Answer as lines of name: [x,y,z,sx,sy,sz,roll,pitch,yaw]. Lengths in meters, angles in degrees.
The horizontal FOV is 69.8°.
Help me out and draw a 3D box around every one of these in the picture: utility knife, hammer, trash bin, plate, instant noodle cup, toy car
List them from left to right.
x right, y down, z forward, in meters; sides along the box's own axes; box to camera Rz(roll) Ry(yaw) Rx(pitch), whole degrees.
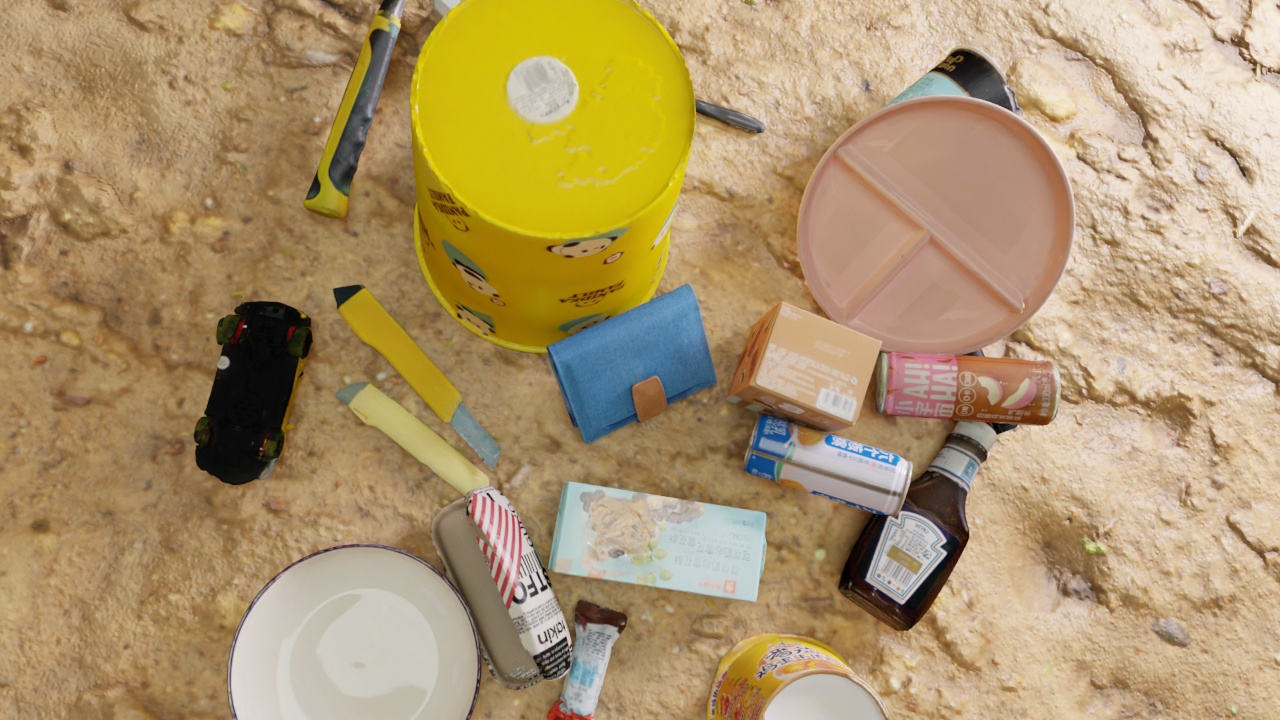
toy car: [-0.316,0.025,0.750,0.071,0.041,0.155,10,77,-5]
plate: [-0.221,0.241,0.723,0.192,0.039,0.192,1,81,-5]
hammer: [-0.227,-0.279,0.802,0.126,0.032,0.323,15,85,36]
utility knife: [-0.189,0.013,0.781,0.033,0.015,0.209,-41,85,-13]
utility knife: [-0.183,0.072,0.772,0.167,0.018,0.031,39,82,2]
trash bin: [-0.071,-0.140,0.703,0.229,0.255,0.229,1,80,-7]
instant noodle cup: [0.129,0.292,0.726,0.138,0.110,0.138,1,80,-6]
instant noodle cup: [0.265,-0.210,0.844,0.120,0.111,0.111,-32,85,-3]
plate: [0.253,-0.113,0.801,0.230,0.028,0.230,5,110,12]

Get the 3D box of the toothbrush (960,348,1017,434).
toothbrush: [0.291,-0.032,0.850,0.026,0.027,0.212,-12,77,-54]

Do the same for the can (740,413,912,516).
can: [0.158,0.089,0.780,0.134,0.053,0.053,17,78,10]

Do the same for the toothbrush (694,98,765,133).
toothbrush: [0.033,-0.247,0.859,0.181,0.018,0.015,19,75,-5]

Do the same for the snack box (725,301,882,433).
snack box: [0.137,0.010,0.785,0.093,0.094,0.077,22,78,-3]

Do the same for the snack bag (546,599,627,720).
snack bag: [-0.044,0.253,0.753,0.045,0.026,0.105,15,77,4]

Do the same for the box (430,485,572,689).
box: [-0.116,0.186,0.741,0.088,0.076,0.162,-30,84,21]

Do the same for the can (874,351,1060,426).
can: [0.283,0.024,0.803,0.147,0.058,0.058,4,79,10]

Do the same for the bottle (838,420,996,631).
bottle: [0.251,0.137,0.804,0.080,0.044,0.194,33,76,9]

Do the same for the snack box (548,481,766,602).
snack box: [0.015,0.152,0.766,0.175,0.052,0.074,10,78,-5]

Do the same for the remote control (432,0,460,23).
remote control: [-0.137,-0.281,0.826,0.125,0.049,0.024,41,80,2]

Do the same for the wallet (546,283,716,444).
wallet: [-0.005,0.005,0.773,0.133,0.106,0.040,-24,40,-10]
